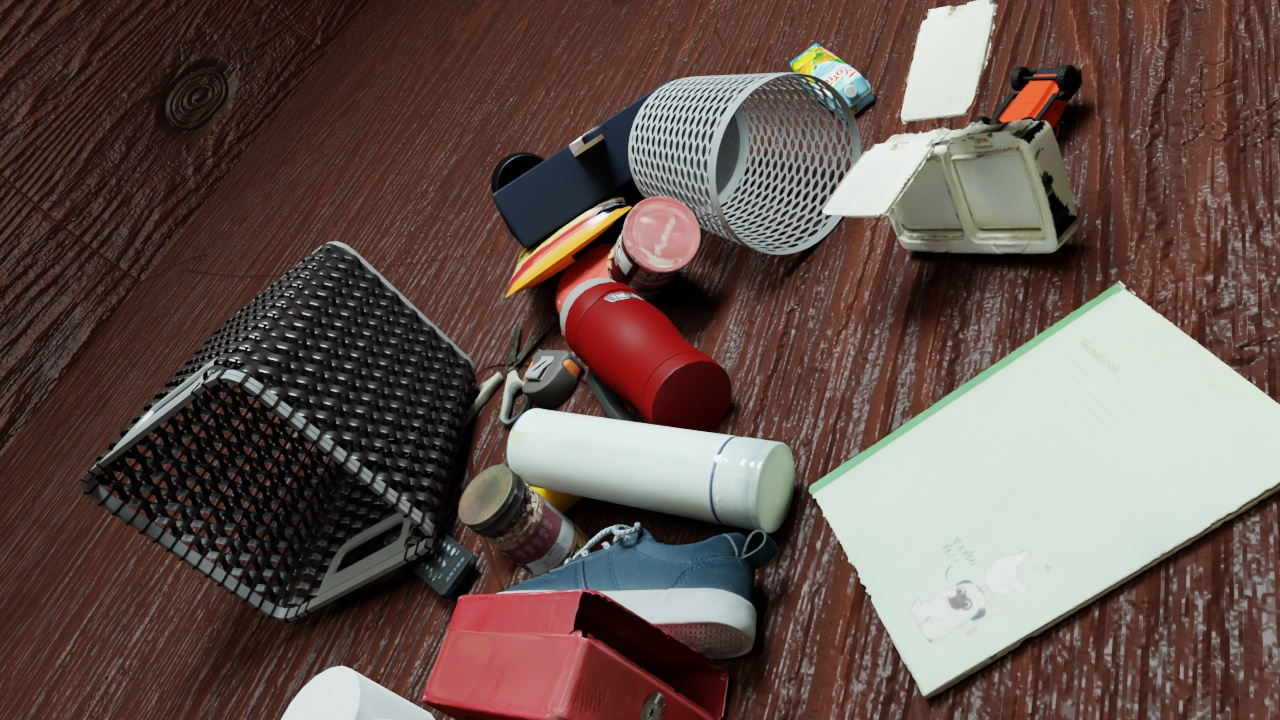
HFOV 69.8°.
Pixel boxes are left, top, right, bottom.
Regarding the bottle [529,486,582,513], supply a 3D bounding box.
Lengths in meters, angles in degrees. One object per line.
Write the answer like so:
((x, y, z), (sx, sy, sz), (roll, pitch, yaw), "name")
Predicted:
((-0.072, 0.110, 0.808), (0.144, 0.043, 0.043), (-41, 35, 4), "bottle")

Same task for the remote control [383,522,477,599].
((-0.200, 0.184, 0.879), (0.047, 0.022, 0.150), (-54, 34, -14), "remote control")

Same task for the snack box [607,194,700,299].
((0.009, -0.105, 0.885), (0.072, 0.072, 0.121), (-52, 3, -13), "snack box")

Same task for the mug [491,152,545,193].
((-0.143, -0.241, 1.233), (0.118, 0.085, 0.100), (-16, 19, -12), "mug")

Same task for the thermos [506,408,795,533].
((0.003, 0.081, 0.708), (0.230, 0.068, 0.067), (6, 56, 33), "thermos")

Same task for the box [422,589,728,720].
((-0.037, 0.208, 0.573), (0.129, 0.157, 0.087), (-10, 52, 40), "box")

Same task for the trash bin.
((0.090, -0.195, 0.879), (0.156, 0.156, 0.183), (-48, 32, -7), "trash bin")

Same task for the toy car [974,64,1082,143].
((0.314, -0.195, 0.745), (0.100, 0.049, 0.051), (-51, 35, -12), "toy car")

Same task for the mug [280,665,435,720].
((-0.207, 0.295, 0.705), (0.121, 0.090, 0.090), (-20, 41, 29), "mug")

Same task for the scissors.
((-0.150, 0.022, 1.006), (0.158, 0.012, 0.171), (-36, 35, 9), "scissors")

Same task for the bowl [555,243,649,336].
((-0.046, -0.082, 0.984), (0.131, 0.045, 0.130), (-27, 38, 23), "bowl")

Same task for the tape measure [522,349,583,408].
((-0.095, 0.016, 0.936), (0.058, 0.038, 0.058), (2, 55, 46), "tape measure")

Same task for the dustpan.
((-0.056, -0.227, 1.029), (0.236, 0.080, 0.273), (-34, 20, -3), "dustpan")

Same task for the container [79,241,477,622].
((-0.336, 0.065, 0.925), (0.248, 0.245, 0.243), (-30, 29, 27), "container")

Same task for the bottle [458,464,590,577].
((-0.093, 0.136, 0.746), (0.056, 0.105, 0.056), (-27, 38, 22), "bottle")

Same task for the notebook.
((0.242, 0.070, 0.569), (0.253, 0.010, 0.181), (-36, 35, 10), "notebook")

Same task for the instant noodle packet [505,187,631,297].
((-0.083, -0.143, 1.053), (0.160, 0.032, 0.220), (-35, 16, 7), "instant noodle packet")

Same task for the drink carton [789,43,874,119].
((0.202, -0.296, 0.972), (0.044, 0.038, 0.128), (-36, 35, 10), "drink carton")

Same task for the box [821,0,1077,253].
((0.201, -0.140, 0.658), (0.104, 0.187, 0.144), (-41, 26, -24), "box")

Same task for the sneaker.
((-0.016, 0.163, 0.661), (0.236, 0.089, 0.087), (-11, 48, 30), "sneaker")

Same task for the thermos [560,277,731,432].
((-0.005, 0.005, 0.831), (0.198, 0.083, 0.108), (43, 120, 53), "thermos")
